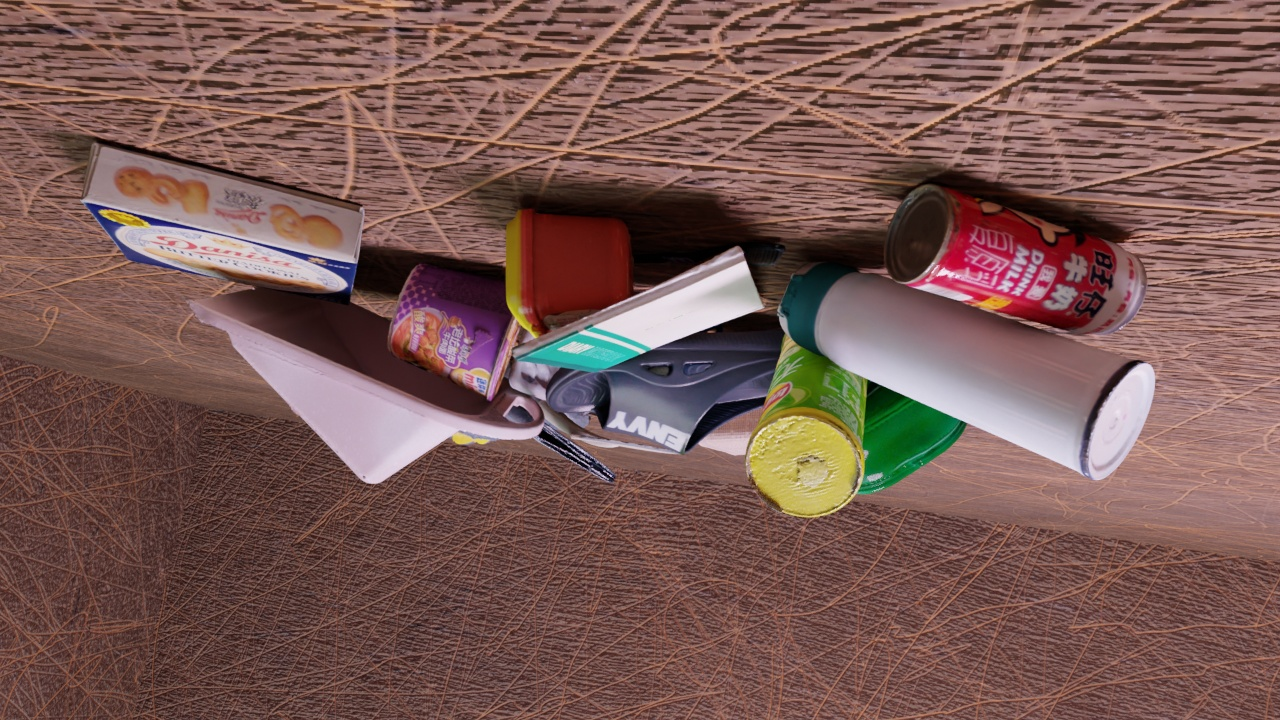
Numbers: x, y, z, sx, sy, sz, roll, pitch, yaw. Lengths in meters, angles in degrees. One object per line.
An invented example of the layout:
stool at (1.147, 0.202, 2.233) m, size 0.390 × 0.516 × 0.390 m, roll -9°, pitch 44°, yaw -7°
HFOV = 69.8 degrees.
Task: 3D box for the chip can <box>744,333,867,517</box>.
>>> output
chip can at (0.124, 0.026, 0.645) m, size 0.073 × 0.073 × 0.220 m, roll 7°, pitch -158°, yaw 14°

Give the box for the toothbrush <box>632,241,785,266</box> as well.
toothbrush at (0.020, -0.070, 0.647) m, size 0.189 × 0.016 × 0.014 m, roll 2°, pitch 170°, yaw 41°

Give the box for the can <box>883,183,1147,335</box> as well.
can at (0.201, -0.051, 0.490) m, size 0.132 × 0.053 × 0.053 m, roll 13°, pitch 169°, yaw -18°

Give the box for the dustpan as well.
dustpan at (-0.222, -0.007, 0.831) m, size 0.273 × 0.139 × 0.222 m, roll 52°, pitch -172°, yaw -9°

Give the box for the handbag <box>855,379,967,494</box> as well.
handbag at (0.192, 0.041, 0.760) m, size 0.068 × 0.131 × 0.120 m, roll 60°, pitch 177°, yaw -23°

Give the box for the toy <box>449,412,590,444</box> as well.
toy at (-0.229, 0.041, 1.150) m, size 0.356 × 0.092 × 0.137 m, roll 17°, pitch -155°, yaw -13°

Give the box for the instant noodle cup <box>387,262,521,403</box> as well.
instant noodle cup at (-0.157, -0.029, 0.788) m, size 0.099 × 0.111 × 0.112 m, roll 17°, pitch 169°, yaw -5°

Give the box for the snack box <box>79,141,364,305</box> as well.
snack box at (-0.311, -0.096, 0.710) m, size 0.177 × 0.045 × 0.183 m, roll 12°, pitch 169°, yaw -17°

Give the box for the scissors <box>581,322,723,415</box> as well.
scissors at (0.006, 0.008, 0.850) m, size 0.128 × 0.012 × 0.174 m, roll -2°, pitch 146°, yaw -25°

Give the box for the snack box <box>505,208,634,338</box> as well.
snack box at (-0.045, -0.055, 0.616) m, size 0.080 × 0.082 × 0.091 m, roll -1°, pitch 170°, yaw 2°

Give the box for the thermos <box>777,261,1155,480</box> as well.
thermos at (0.181, -0.005, 0.554) m, size 0.073 × 0.073 × 0.224 m, roll 20°, pitch -174°, yaw -45°

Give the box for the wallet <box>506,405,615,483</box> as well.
wallet at (-0.087, 0.081, 0.949) m, size 0.121 × 0.019 × 0.097 m, roll 37°, pitch 176°, yaw -30°

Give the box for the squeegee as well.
squeegee at (-0.100, 0.048, 1.033) m, size 0.247 × 0.039 × 0.246 m, roll 32°, pitch -174°, yaw 26°

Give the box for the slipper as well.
slipper at (0.053, 0.030, 0.793) m, size 0.268 × 0.083 × 0.111 m, roll -6°, pitch 154°, yaw -5°

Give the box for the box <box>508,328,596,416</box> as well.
box at (-0.055, 0.013, 0.930) m, size 0.092 × 0.094 × 0.201 m, roll -37°, pitch 150°, yaw 18°

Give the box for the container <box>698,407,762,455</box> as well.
container at (0.134, 0.056, 1.015) m, size 0.111 × 0.090 × 0.089 m, roll -5°, pitch 163°, yaw 42°

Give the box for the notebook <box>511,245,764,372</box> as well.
notebook at (0.010, -0.026, 0.637) m, size 0.150 × 0.012 × 0.209 m, roll -22°, pitch 173°, yaw 9°
